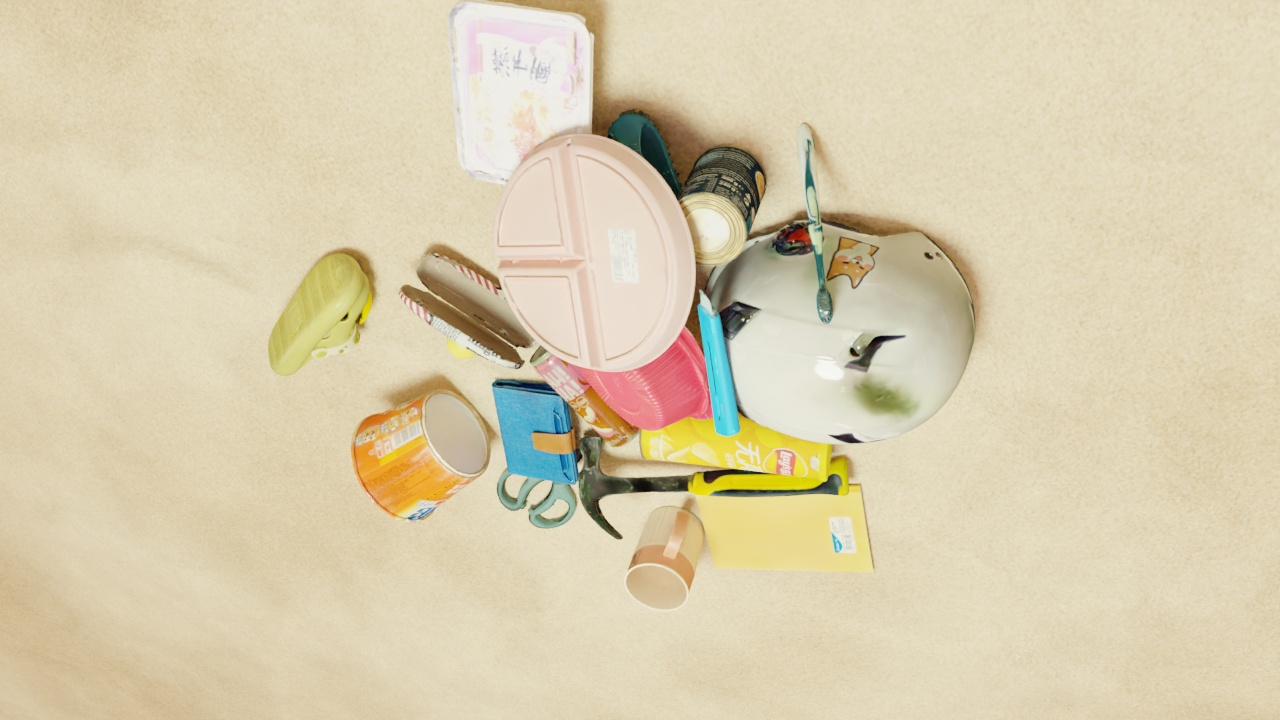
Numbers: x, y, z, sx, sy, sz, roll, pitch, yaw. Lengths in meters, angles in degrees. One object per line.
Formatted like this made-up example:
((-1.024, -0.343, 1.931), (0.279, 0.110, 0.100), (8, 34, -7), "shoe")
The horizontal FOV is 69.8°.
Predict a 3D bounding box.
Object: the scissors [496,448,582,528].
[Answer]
((-0.107, 0.173, 1.211), (0.186, 0.019, 0.130), (-28, 112, 34), "scissors")

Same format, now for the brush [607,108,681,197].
((0.009, -0.168, 0.887), (0.055, 0.073, 0.144), (-15, 119, 14), "brush")

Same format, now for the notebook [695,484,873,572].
((0.179, 0.211, 1.147), (0.207, 0.010, 0.146), (-3, 123, 21), "notebook")

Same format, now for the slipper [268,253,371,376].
((-0.379, -0.050, 1.111), (0.191, 0.091, 0.081), (-41, 145, 27), "slipper")

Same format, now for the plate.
((-0.053, -0.095, 0.864), (0.230, 0.028, 0.230), (13, 115, 30), "plate")

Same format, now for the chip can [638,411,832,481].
((0.109, 0.090, 1.044), (0.213, 0.071, 0.072), (5, 126, 17), "chip can")

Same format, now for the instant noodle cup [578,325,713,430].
((-0.006, 0.006, 0.964), (0.194, 0.065, 0.194), (39, 155, 21), "instant noodle cup")

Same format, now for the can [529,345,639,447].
((-0.060, 0.034, 1.068), (0.058, 0.057, 0.147), (-32, 110, 34), "can")

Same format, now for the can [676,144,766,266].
((0.072, -0.145, 0.857), (0.075, 0.110, 0.075), (9, 127, 12), "can")

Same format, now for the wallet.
((-0.128, 0.090, 1.138), (0.106, 0.040, 0.133), (7, 121, 23), "wallet")

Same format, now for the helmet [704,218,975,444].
((0.181, -0.007, 0.893), (0.274, 0.156, 0.230), (4, 126, 16), "helmet")

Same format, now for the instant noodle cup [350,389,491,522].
((-0.267, 0.112, 1.147), (0.112, 0.151, 0.151), (-29, 112, 24), "instant noodle cup")

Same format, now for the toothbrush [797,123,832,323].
((0.156, -0.126, 0.824), (0.016, 0.191, 0.018), (-7, 167, 14), "toothbrush")

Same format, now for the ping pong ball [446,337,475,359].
((-0.209, -0.022, 1.089), (0.040, 0.040, 0.040), (9, 127, 12), "ping pong ball")

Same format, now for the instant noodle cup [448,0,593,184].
((-0.105, -0.254, 0.872), (0.138, 0.060, 0.174), (12, 127, 10), "instant noodle cup")

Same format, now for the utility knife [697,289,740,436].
((0.073, 0.005, 0.880), (0.018, 0.034, 0.160), (-22, 119, -20), "utility knife")

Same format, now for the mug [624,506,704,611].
((0.036, 0.238, 1.153), (0.081, 0.105, 0.115), (20, 129, 4), "mug")

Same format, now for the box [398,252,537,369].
((-0.197, -0.045, 1.039), (0.163, 0.087, 0.076), (33, 144, -10), "box")

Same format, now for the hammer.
((0.082, 0.149, 1.090), (0.324, 0.126, 0.032), (-3, 169, 14), "hammer")
